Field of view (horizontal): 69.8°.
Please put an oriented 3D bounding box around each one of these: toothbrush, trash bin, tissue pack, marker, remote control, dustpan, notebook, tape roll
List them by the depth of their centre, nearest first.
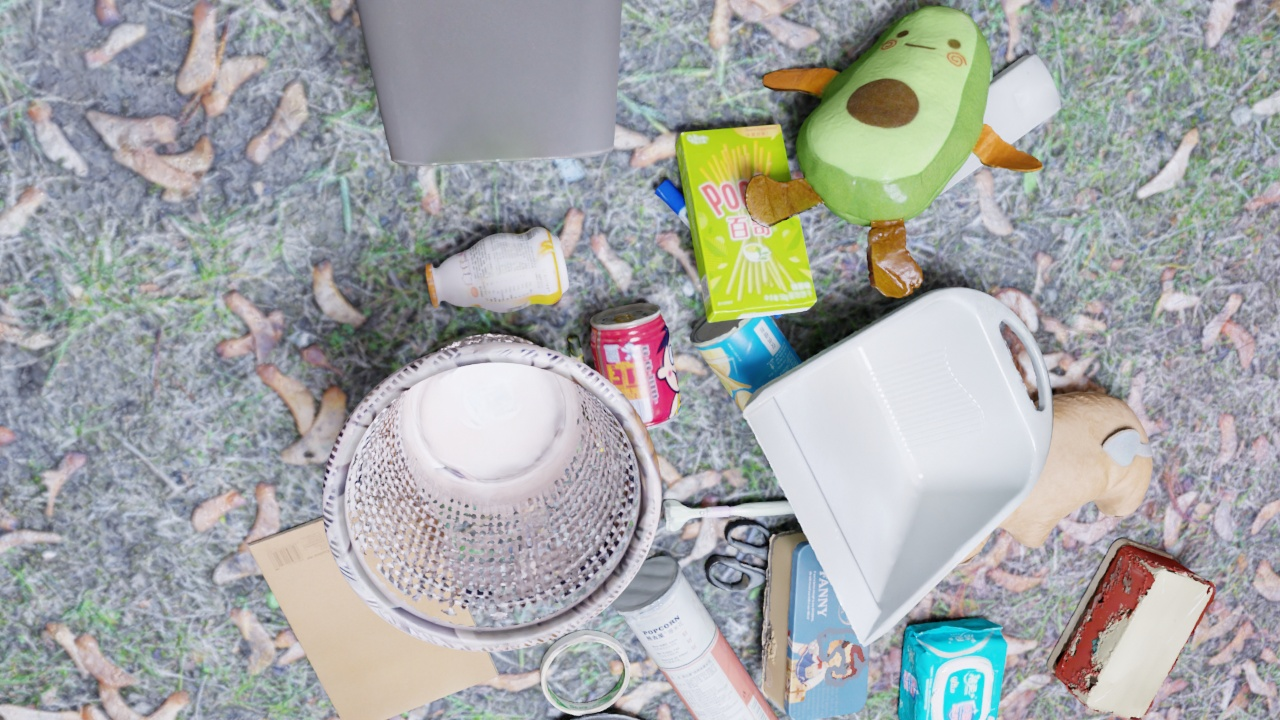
[{"bbox_3d":[-0.104,-0.256,0.618,0.198,0.199,0.220,-4,113,-8],"label":"trash bin"},{"bbox_3d":[-0.112,0.072,0.703,0.227,0.192,0.228,-3,107,-9],"label":"trash bin"},{"bbox_3d":[0.066,-0.091,0.750,0.017,0.017,0.146,-43,84,4],"label":"marker"},{"bbox_3d":[0.238,0.059,0.753,0.143,0.256,0.223,-21,102,38],"label":"dustpan"},{"bbox_3d":[0.294,-0.202,0.788,0.135,0.019,0.056,-36,109,2],"label":"remote control"},{"bbox_3d":[-0.043,0.066,0.811,0.017,0.012,0.186,-10,108,4],"label":"toothbrush"},{"bbox_3d":[-0.235,0.226,0.823,0.149,0.012,0.211,-20,109,-3],"label":"notebook"},{"bbox_3d":[0.114,0.139,0.858,0.189,0.020,0.029,-2,74,-11],"label":"toothbrush"},{"bbox_3d":[-0.053,0.298,0.876,0.085,0.014,0.086,-3,106,-10],"label":"tape roll"},{"bbox_3d":[0.316,0.324,0.932,0.093,0.050,0.133,-4,106,-8],"label":"tissue pack"}]

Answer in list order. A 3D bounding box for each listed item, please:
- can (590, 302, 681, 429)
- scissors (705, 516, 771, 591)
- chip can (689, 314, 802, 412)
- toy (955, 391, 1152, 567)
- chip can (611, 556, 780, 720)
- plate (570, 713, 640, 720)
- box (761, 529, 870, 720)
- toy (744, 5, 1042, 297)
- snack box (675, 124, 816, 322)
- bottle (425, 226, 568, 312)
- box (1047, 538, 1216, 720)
[{"bbox_3d":[-0.005,0.004,0.770,0.066,0.066,0.094,-13,108,-6],"label":"can"},{"bbox_3d":[0.141,0.214,0.890,0.146,0.014,0.172,-29,112,-2],"label":"scissors"},{"bbox_3d":[0.128,0.043,0.804,0.071,0.071,0.210,-37,109,1],"label":"chip can"},{"bbox_3d":[0.367,0.111,0.863,0.226,0.082,0.143,-21,95,-1],"label":"toy"},{"bbox_3d":[0.057,0.287,0.862,0.071,0.071,0.215,-32,109,0],"label":"chip can"},{"bbox_3d":[-0.044,0.423,0.911,0.179,0.024,0.179,-2,105,-9],"label":"plate"},{"bbox_3d":[0.165,0.237,0.856,0.089,0.061,0.184,-3,99,-21],"label":"box"},{"bbox_3d":[0.195,-0.180,0.715,0.227,0.090,0.246,27,74,15],"label":"toy"},{"bbox_3d":[0.083,-0.112,0.734,0.085,0.026,0.156,-6,76,-9],"label":"snack box"},{"bbox_3d":[-0.114,-0.069,0.730,0.108,0.063,0.063,-11,108,-8],"label":"bottle"},{"bbox_3d":[0.504,0.279,0.937,0.091,0.080,0.168,19,101,-16],"label":"box"}]
